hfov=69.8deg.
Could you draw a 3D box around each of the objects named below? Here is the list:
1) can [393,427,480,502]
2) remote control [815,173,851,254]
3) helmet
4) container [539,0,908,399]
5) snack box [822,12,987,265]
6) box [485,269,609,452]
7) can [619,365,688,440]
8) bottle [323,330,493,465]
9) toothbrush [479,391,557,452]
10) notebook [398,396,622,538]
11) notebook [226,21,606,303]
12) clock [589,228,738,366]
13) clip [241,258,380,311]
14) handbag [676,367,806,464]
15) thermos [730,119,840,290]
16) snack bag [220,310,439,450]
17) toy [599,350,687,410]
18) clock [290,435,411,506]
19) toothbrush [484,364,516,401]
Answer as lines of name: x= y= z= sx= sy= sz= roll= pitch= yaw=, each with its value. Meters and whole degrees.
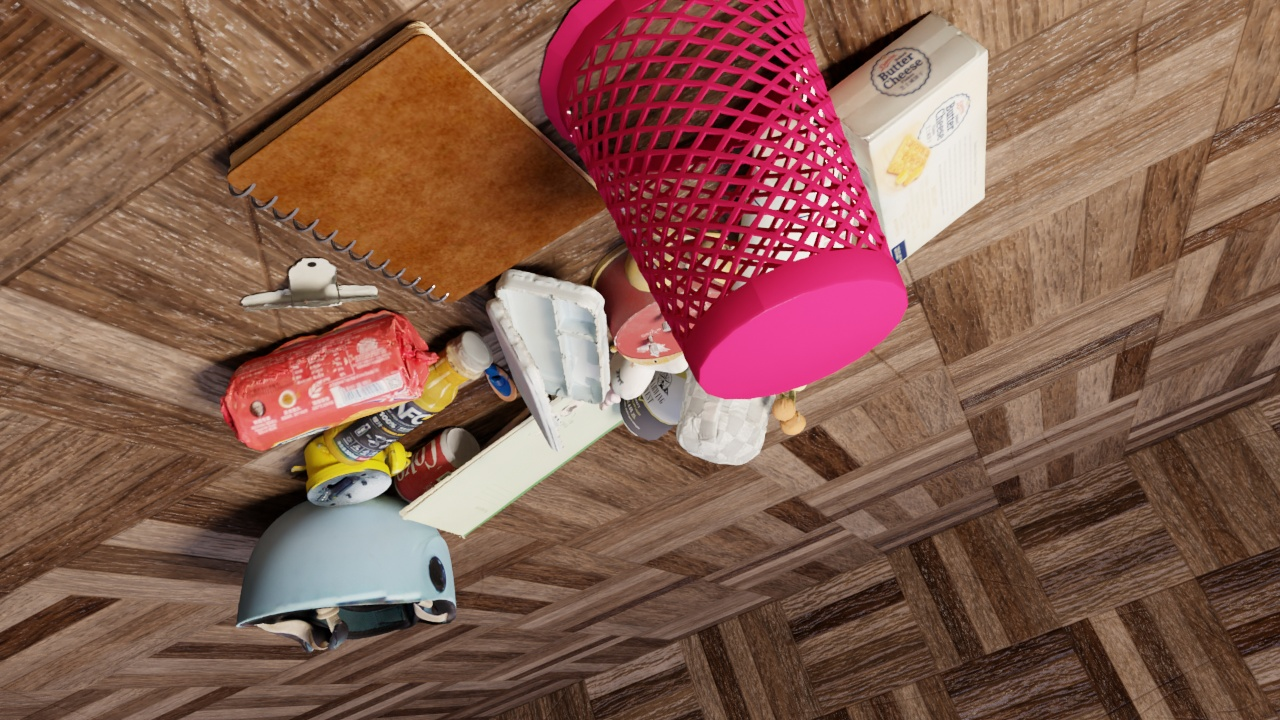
can: x=-0.223 y=0.116 z=1.005 sx=0.097 sy=0.054 sz=0.054 roll=-35 pitch=151 yaw=29
remote control: x=0.163 y=-0.132 z=0.818 sx=0.049 sy=0.024 sz=0.143 roll=-22 pitch=150 yaw=-4
helmet: x=-0.327 y=0.230 z=1.016 sx=0.225 sy=0.166 sz=0.266 roll=-11 pitch=165 yaw=2
container: x=0.057 y=-0.104 z=0.564 sx=0.183 sy=0.225 sz=0.183 roll=-16 pitch=155 yaw=-8
snack box: x=0.214 y=-0.164 z=0.728 sx=0.104 sy=0.057 sz=0.208 roll=-38 pitch=153 yaw=3
box: x=-0.094 y=0.019 z=0.823 sx=0.108 sy=0.109 sz=0.217 roll=16 pitch=154 yaw=10
can: x=0.036 y=0.034 z=1.012 sx=0.064 sy=0.064 sz=0.128 roll=6 pitch=144 yaw=-43
bottle: x=-0.215 y=0.035 z=0.848 sx=0.186 sy=0.053 sz=0.053 roll=-32 pitch=152 yaw=25
toothbrush: x=-0.136 y=0.070 z=1.019 sx=0.015 sy=0.018 sz=0.182 roll=5 pitch=146 yaw=-43
notebook: x=-0.129 y=0.112 z=1.027 sx=0.252 sy=0.010 sz=0.182 roll=-36 pitch=160 yaw=-1
notebook: x=-0.144 y=-0.119 z=0.629 sx=0.168 sy=0.024 sz=0.225 roll=-29 pitch=153 yaw=16
clock: x=0.028 y=-0.058 z=0.804 sx=0.117 sy=0.081 sz=0.159 roll=-8 pitch=152 yaw=-24
clip: x=-0.245 y=-0.049 z=0.690 sx=0.101 sy=0.038 sz=0.054 roll=-9 pitch=165 yaw=-24
handbag: x=0.110 y=0.023 z=0.917 sx=0.123 sy=0.171 sz=0.112 roll=11 pitch=172 yaw=33
thermos: x=0.116 y=-0.107 z=0.771 sx=0.068 sy=0.068 sz=0.230 roll=-17 pitch=159 yaw=-5
snack bag: x=-0.259 y=0.015 z=0.759 sx=0.176 sy=0.082 sz=0.082 roll=-19 pitch=155 yaw=-4
toy: x=-0.005 y=0.005 z=0.920 sx=0.037 sy=0.075 sz=0.126 roll=30 pitch=129 yaw=-35
clock: x=-0.291 y=0.112 z=0.944 sx=0.083 sy=0.057 sz=0.118 roll=-36 pitch=150 yaw=29
toothbrush: x=-0.145 y=0.013 z=0.904 sx=0.021 sy=0.017 sz=0.135 roll=-16 pitch=157 yaw=1
